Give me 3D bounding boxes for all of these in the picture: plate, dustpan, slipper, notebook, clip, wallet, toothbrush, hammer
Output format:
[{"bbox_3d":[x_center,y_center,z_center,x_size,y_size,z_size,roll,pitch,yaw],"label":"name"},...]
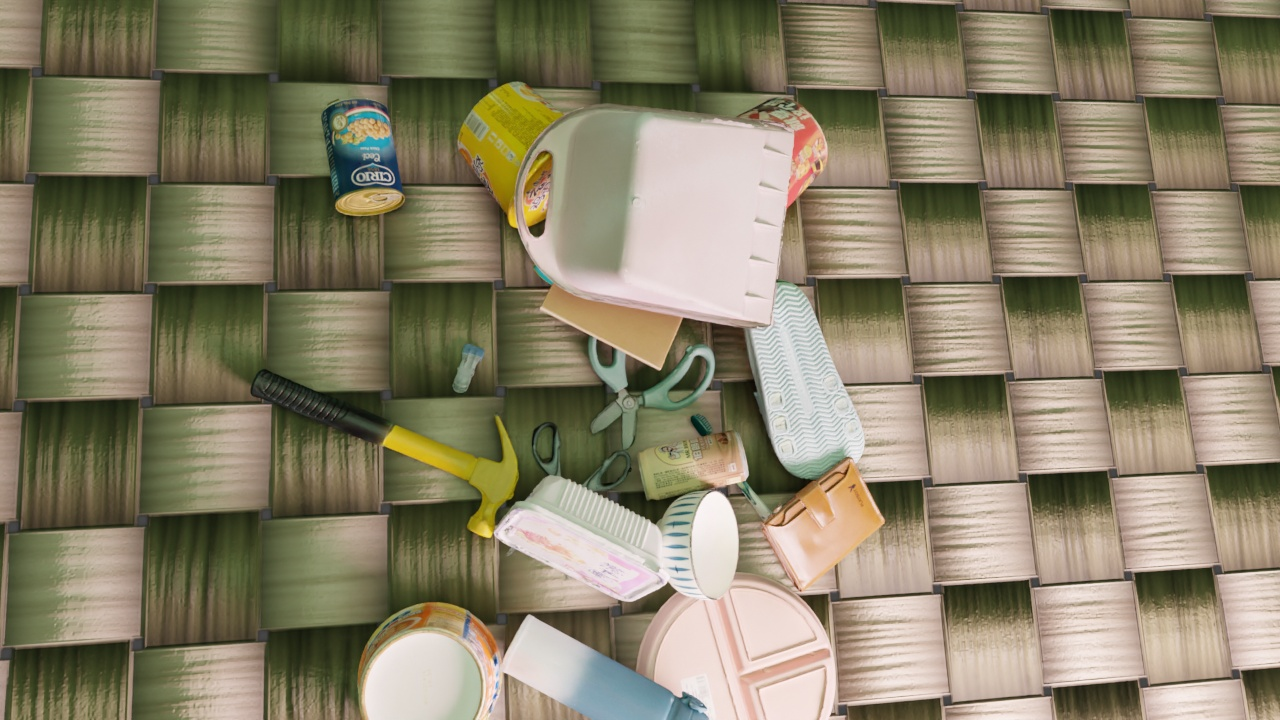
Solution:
[{"bbox_3d":[0.109,0.351,1.012,0.229,0.028,0.229,1,80,-8],"label":"plate"},{"bbox_3d":[0.017,-0.162,0.973,0.273,0.139,0.222,8,91,-38],"label":"dustpan"},{"bbox_3d":[0.176,0.025,1.055,0.104,0.074,0.245,-21,101,-6],"label":"slipper"},{"bbox_3d":[-0.007,-0.106,1.053,0.149,0.012,0.211,27,60,-5],"label":"notebook"},{"bbox_3d":[-0.195,0.008,1.029,0.024,0.027,0.056,21,67,-7],"label":"clip"},{"bbox_3d":[0.204,0.179,1.040,0.130,0.035,0.119,-36,116,-13],"label":"wallet"},{"bbox_3d":[0.119,0.139,1.058,0.191,0.016,0.018,53,42,1],"label":"toothbrush"},{"bbox_3d":[-0.274,0.080,0.997,0.300,0.033,0.128,23,77,-5],"label":"hammer"}]

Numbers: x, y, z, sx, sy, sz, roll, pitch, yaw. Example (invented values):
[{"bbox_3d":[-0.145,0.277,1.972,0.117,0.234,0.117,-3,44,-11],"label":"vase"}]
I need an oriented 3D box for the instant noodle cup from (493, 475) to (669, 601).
[{"bbox_3d":[-0.057,0.182,0.961,0.173,0.138,0.060,27,60,-9],"label":"instant noodle cup"}]

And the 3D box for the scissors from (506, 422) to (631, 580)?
[{"bbox_3d":[-0.081,0.153,1.027,0.159,0.014,0.181,-12,85,-9],"label":"scissors"}]

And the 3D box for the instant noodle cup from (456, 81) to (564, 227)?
[{"bbox_3d":[-0.130,-0.235,1.030,0.138,0.138,0.110,-41,79,-14],"label":"instant noodle cup"}]

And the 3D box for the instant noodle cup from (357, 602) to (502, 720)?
[{"bbox_3d":[-0.214,0.324,0.922,0.151,0.111,0.151,2,80,-9],"label":"instant noodle cup"}]

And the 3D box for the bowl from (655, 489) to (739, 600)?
[{"bbox_3d":[0.054,0.200,0.999,0.066,0.116,0.116,-6,78,31],"label":"bowl"}]

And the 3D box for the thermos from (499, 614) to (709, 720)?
[{"bbox_3d":[-0.036,0.342,0.955,0.220,0.070,0.070,26,77,5],"label":"thermos"}]

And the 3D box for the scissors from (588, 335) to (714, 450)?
[{"bbox_3d":[-0.007,0.006,1.049,0.170,0.019,0.181,-36,101,-9],"label":"scissors"}]

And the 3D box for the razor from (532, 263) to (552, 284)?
[{"bbox_3d":[-0.066,-0.077,1.059,0.132,0.028,0.043,28,89,-9],"label":"razor"}]

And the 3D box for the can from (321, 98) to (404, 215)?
[{"bbox_3d":[-0.310,-0.227,1.024,0.075,0.075,0.111,-10,81,-11],"label":"can"}]

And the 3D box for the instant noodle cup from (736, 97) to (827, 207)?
[{"bbox_3d":[0.143,-0.236,1.073,0.108,0.138,0.138,-39,88,-22],"label":"instant noodle cup"}]

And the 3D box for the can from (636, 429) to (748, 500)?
[{"bbox_3d":[0.058,0.117,1.020,0.116,0.058,0.058,-13,82,0],"label":"can"}]
